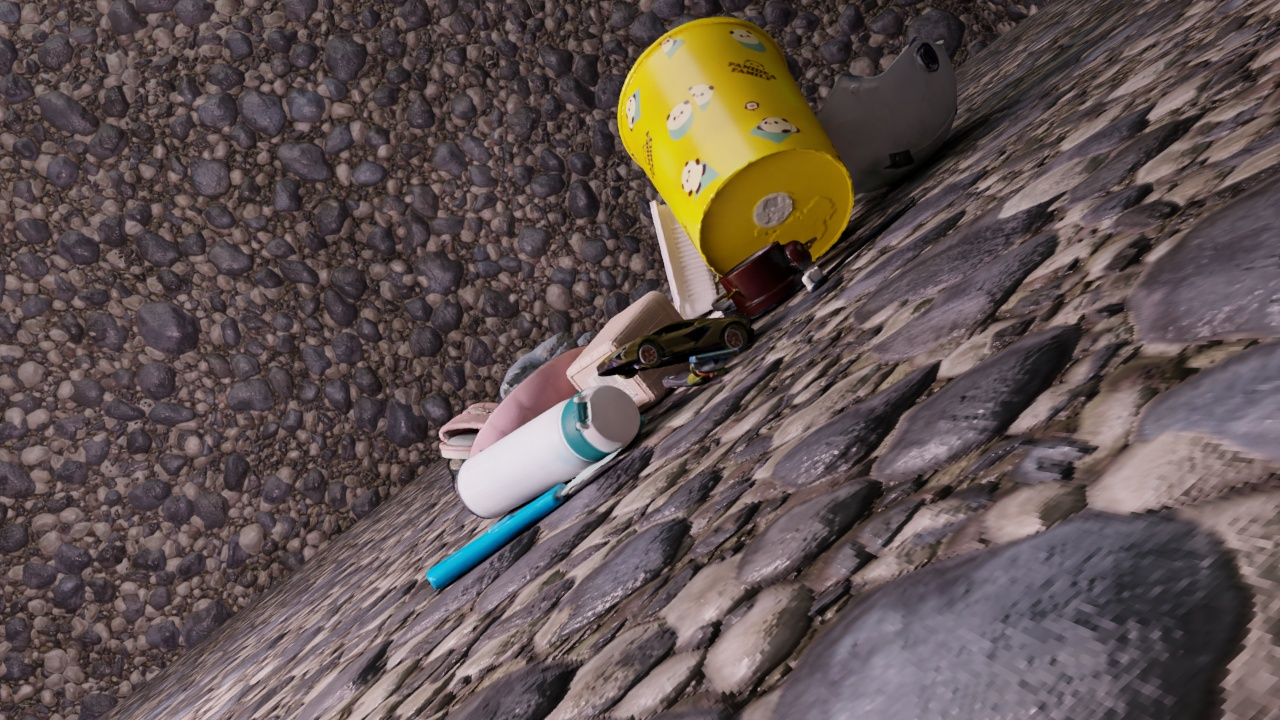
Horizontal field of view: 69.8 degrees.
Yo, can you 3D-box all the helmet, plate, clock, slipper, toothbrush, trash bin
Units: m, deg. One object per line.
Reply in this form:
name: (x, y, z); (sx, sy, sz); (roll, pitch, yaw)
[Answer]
helmet: (0.321, -0.311, 1.224); (0.258, 0.146, 0.230); (-31, 3, -28)
plate: (-0.102, 0.068, 1.006); (0.192, 0.039, 0.193); (-41, -18, -17)
clock: (0.138, -0.091, 0.971); (0.122, 0.055, 0.082); (-35, 5, -3)
slipper: (-0.186, 0.083, 1.226); (0.114, 0.054, 0.274); (0, 7, 12)
toothbrush: (0.220, -0.120, 0.910); (0.180, 0.018, 0.016); (-38, 2, -28)
trash bin: (0.114, -0.240, 1.086); (0.230, 0.229, 0.255); (-35, 46, 16)

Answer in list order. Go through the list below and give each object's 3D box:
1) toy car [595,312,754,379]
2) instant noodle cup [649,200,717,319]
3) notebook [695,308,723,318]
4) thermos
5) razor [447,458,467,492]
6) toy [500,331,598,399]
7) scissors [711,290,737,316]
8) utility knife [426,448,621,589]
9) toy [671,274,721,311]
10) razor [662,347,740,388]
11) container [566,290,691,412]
toy car: (0.032, -0.013, 0.844); (0.158, 0.042, 0.070); (-13, -7, -25)
instant noodle cup: (0.063, -0.136, 1.238); (0.060, 0.173, 0.138); (-15, 7, 6)
notebook: (0.088, -0.055, 1.240); (0.150, 0.012, 0.209); (-37, 5, -4)
thermos: (-0.085, 0.085, 0.841); (0.225, 0.073, 0.073); (-31, 7, 44)
razor: (-0.226, 0.151, 1.246); (0.062, 0.067, 0.167); (-52, 1, -9)
toy: (-0.100, 0.026, 1.142); (0.138, 0.091, 0.355); (-47, -9, 22)
scissors: (0.160, -0.111, 1.129); (0.143, 0.014, 0.172); (-10, 33, 48)
utility knife: (-0.098, 0.131, 0.765); (0.203, 0.018, 0.034); (-35, 4, 8)
toy: (0.065, -0.086, 1.377); (0.156, 0.066, 0.105); (-31, -18, -46)
razor: (0.046, 0.014, 0.830); (0.042, 0.022, 0.143); (-9, -7, -18)
container: (-0.007, 0.002, 0.946); (0.090, 0.090, 0.110); (-32, 10, 39)
